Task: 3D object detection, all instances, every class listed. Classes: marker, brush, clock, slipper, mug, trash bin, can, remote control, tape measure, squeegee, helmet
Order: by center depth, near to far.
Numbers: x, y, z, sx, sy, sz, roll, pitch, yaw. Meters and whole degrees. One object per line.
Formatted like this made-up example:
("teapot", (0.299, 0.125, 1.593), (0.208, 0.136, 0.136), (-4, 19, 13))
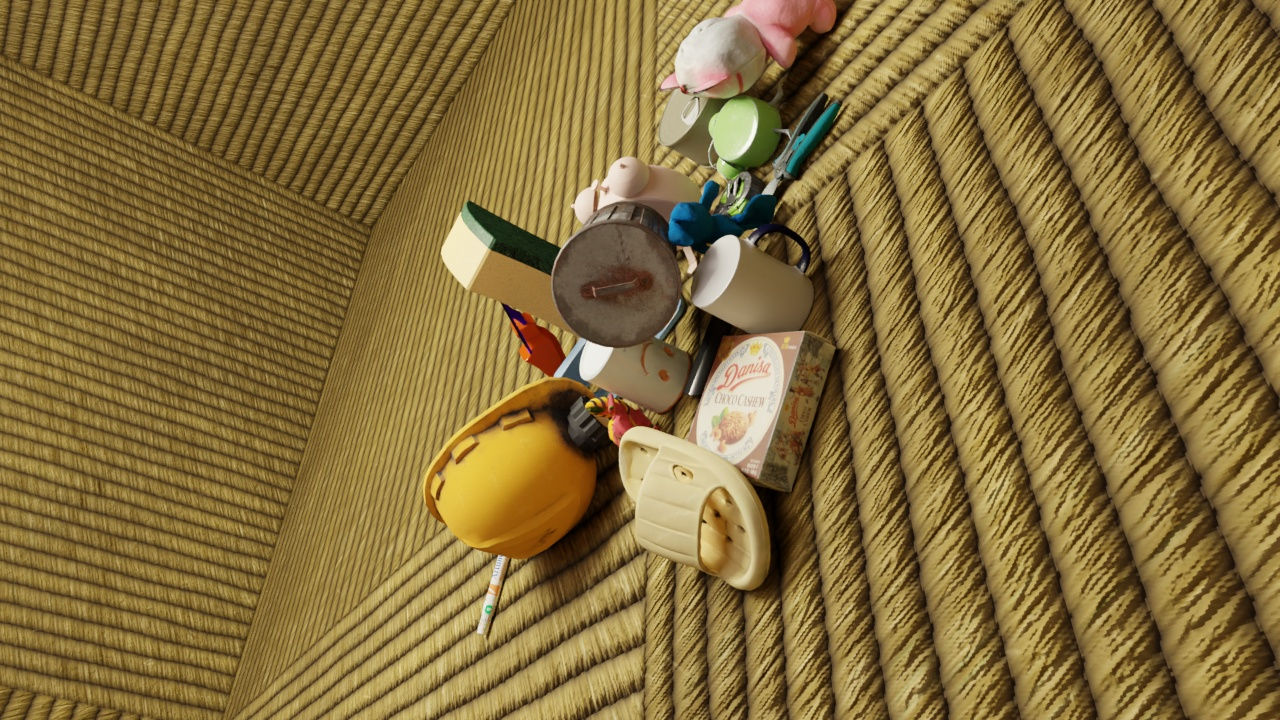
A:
("slipper", (0.027, 0.132, 0.880), (0.261, 0.079, 0.111), (28, 119, 59))
("mug", (0.121, -0.083, 0.920), (0.112, 0.097, 0.078), (-56, 27, 18))
("trash bin", (-0.021, -0.100, 0.997), (0.131, 0.131, 0.210), (-57, 7, 16))
("remote control", (0.083, -0.027, 1.037), (0.033, 0.015, 0.146), (7, 74, 63))
("mug", (-0.006, 0.006, 1.074), (0.082, 0.105, 0.082), (-44, 32, 37))
("tape measure", (0.118, -0.196, 1.096), (0.066, 0.036, 0.058), (-8, 60, 61))
("helmet", (-0.132, 0.157, 1.117), (0.256, 0.205, 0.131), (-44, 51, 11))
("clock", (0.125, -0.275, 1.118), (0.120, 0.042, 0.094), (-32, 60, 46))
("clock", (0.008, -0.178, 1.142), (0.131, 0.160, 0.086), (-28, 42, 51))
("can", (0.090, -0.326, 1.219), (0.128, 0.073, 0.127), (-44, 33, 38))
("marker", (-0.200, 0.309, 1.279), (0.017, 0.017, 0.145), (-20, 50, 56))
("squeegee", (-0.139, -0.015, 1.280), (0.055, 0.185, 0.249), (-30, 36, -5))
("brush", (-0.146, -0.121, 1.283), (0.075, 0.250, 0.195), (-59, 29, 12))

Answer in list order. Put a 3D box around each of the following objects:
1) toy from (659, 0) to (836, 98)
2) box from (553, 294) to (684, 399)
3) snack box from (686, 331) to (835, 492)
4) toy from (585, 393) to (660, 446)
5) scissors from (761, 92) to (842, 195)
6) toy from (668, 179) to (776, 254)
("toy", (0.124, -0.386, 1.108), (0.213, 0.084, 0.142), (-39, 40, -5))
("box", (-0.025, -0.015, 1.186), (0.211, 0.072, 0.079), (-52, 42, 23))
("snack box", (0.110, 0.046, 0.890), (0.143, 0.041, 0.147), (1, 69, 64))
("toy", (-0.017, 0.076, 1.054), (0.103, 0.084, 0.046), (47, 122, 24))
("scissors", (0.179, -0.237, 1.036), (0.150, 0.019, 0.130), (-23, 47, 53))
("toy", (0.076, -0.137, 0.994), (0.071, 0.176, 0.113), (22, 106, 35))
